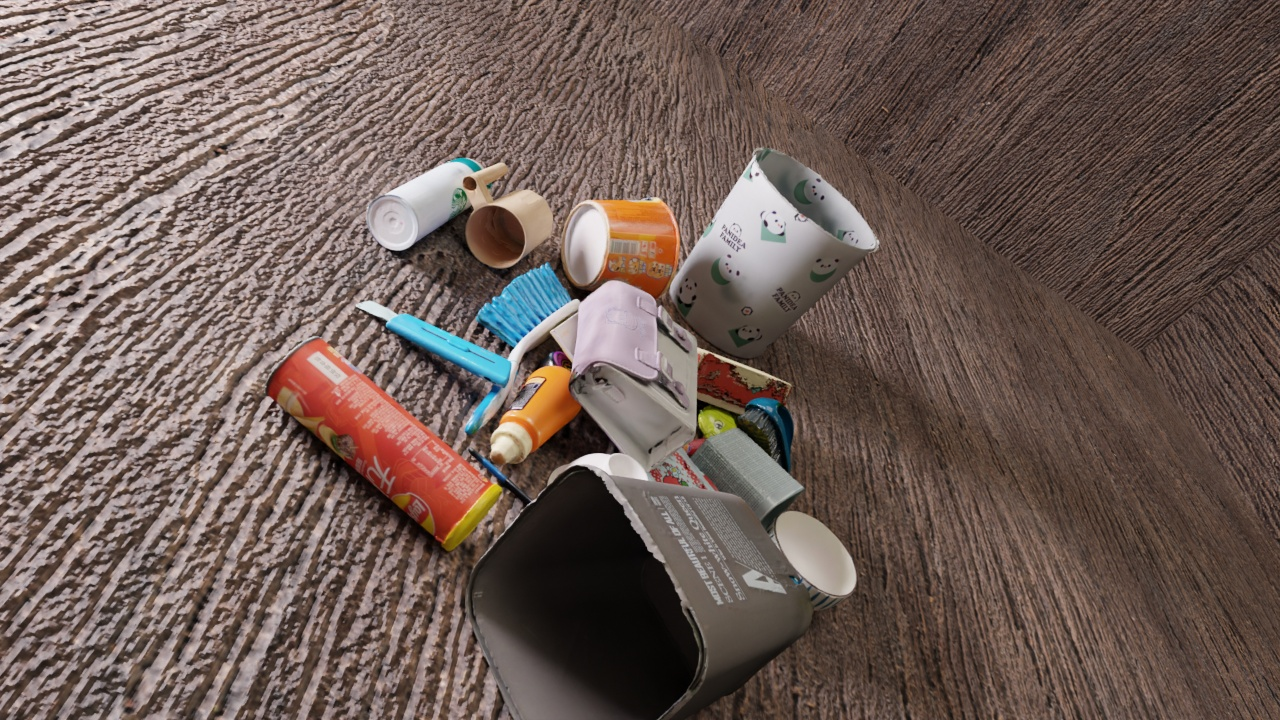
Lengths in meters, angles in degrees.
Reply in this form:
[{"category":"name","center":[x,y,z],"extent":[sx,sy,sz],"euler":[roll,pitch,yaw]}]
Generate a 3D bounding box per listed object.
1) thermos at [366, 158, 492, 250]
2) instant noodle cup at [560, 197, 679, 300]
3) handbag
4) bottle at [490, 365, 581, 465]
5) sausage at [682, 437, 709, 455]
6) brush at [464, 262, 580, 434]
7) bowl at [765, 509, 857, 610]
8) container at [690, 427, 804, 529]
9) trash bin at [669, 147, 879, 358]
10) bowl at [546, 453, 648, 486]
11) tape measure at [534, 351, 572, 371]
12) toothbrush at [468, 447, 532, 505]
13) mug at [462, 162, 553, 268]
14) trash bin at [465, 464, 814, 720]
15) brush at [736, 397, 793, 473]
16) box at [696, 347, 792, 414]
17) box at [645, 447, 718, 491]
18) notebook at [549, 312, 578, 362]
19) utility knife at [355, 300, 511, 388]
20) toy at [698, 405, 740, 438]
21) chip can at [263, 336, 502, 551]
[{"category":"thermos","center":[-0.256,-0.203,1.156],"extent":[0.073,0.073,0.223],"euler":[37,29,-3]},{"category":"instant noodle cup","center":[-0.033,-0.156,1.271],"extent":[0.111,0.152,0.151],"euler":[1,46,-36]},{"category":"handbag","center":[-0.006,0.006,1.024],"extent":[0.145,0.099,0.196],"euler":[39,25,-18]},{"category":"bottle","center":[-0.114,0.062,0.959],"extent":[0.067,0.067,0.149],"euler":[39,37,0]},{"category":"sausage","center":[0.085,0.104,1.123],"extent":[0.155,0.020,0.020],"euler":[-2,48,-43]},{"category":"brush","center":[-0.147,-0.022,1.047],"extent":[0.109,0.061,0.313],"euler":[44,32,2]},{"category":"bowl","center":[0.179,0.234,1.036],"extent":[0.116,0.066,0.116],"euler":[27,32,-19]},{"category":"container","center":[0.110,0.146,1.064],"extent":[0.111,0.090,0.090],"euler":[46,30,20]},{"category":"trash bin","center":[0.189,-0.152,1.394],"extent":[0.229,0.253,0.229],"euler":[28,31,-18]},{"category":"bowl","center":[-0.030,0.134,0.944],"extent":[0.118,0.065,0.118],"euler":[27,31,-18]},{"category":"tape measure","center":[-0.093,0.021,1.056],"extent":[0.058,0.039,0.057],"euler":[53,22,13]},{"category":"toothbrush","center":[-0.100,0.149,0.898],"extent":[0.189,0.014,0.016],"euler":[41,54,5]},{"category":"mug","center":[-0.177,-0.192,1.194],"extent":[0.124,0.084,0.103],"euler":[65,24,-14]},{"category":"trash bin","center":[0.013,0.207,0.773],"extent":[0.219,0.199,0.199],"euler":[8,41,-51]},{"category":"brush","center":[0.161,0.096,1.136],"extent":[0.055,0.144,0.073],"euler":[24,59,35]},{"category":"box","center":[0.116,0.022,1.219],"extent":[0.168,0.077,0.091],"euler":[20,5,-30]},{"category":"box","center":[0.067,0.177,0.994],"extent":[0.086,0.048,0.201],"euler":[-21,63,-39]},{"category":"notebook","center":[-0.017,0.025,1.114],"extent":[0.206,0.010,0.145],"euler":[53,27,-3]},{"category":"utility knife","center":[-0.217,-0.022,0.965],"extent":[0.186,0.018,0.034],"euler":[25,44,7]},{"category":"toy","center":[0.114,0.091,1.198],"extent":[0.100,0.031,0.096],"euler":[36,31,-15]},{"category":"chip can","center":[-0.225,0.072,0.804],"extent":[0.216,0.073,0.073],"euler":[40,29,1]}]
